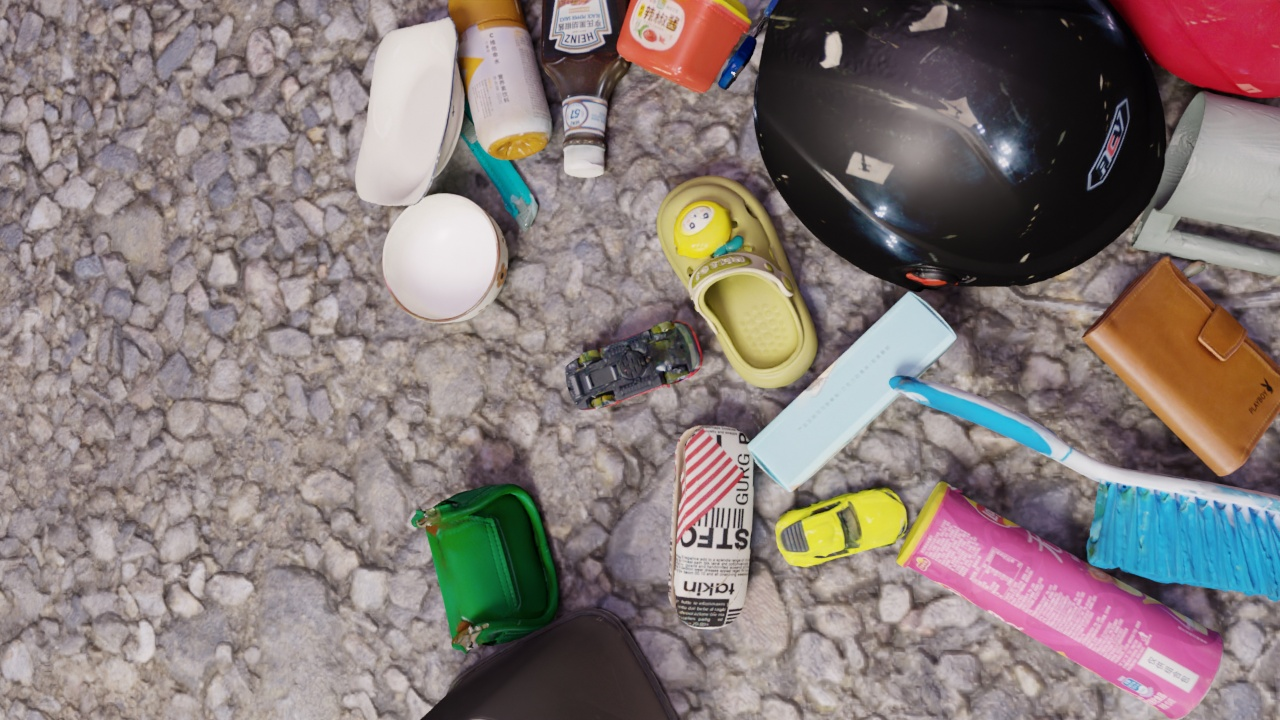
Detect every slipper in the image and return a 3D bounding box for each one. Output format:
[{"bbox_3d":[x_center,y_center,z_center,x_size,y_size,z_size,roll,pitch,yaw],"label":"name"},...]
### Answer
[{"bbox_3d":[0.078,-0.068,0.740,0.092,0.081,0.190,-29,82,10],"label":"slipper"}]

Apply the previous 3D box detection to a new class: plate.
[{"bbox_3d":[-0.202,-0.218,0.826,0.164,0.034,0.163,16,96,48],"label":"plate"}]

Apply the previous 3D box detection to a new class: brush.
[{"bbox_3d":[0.322,0.092,0.645,0.314,0.060,0.109,11,83,1],"label":"brush"}]

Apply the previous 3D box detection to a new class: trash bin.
[{"bbox_3d":[-0.090,0.328,0.695,0.199,0.219,0.199,-32,80,13],"label":"trash bin"}]

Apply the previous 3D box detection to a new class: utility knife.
[{"bbox_3d":[-0.157,-0.213,0.850,0.029,0.013,0.221,-37,78,11],"label":"utility knife"}]

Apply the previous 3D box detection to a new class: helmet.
[{"bbox_3d":[0.206,-0.171,0.628,0.275,0.230,0.233,24,95,31],"label":"helmet"},{"bbox_3d":[0.388,-0.262,0.610,0.240,0.206,0.144,32,125,20],"label":"helmet"}]

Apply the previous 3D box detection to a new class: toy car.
[{"bbox_3d":[0.159,0.133,0.730,0.105,0.032,0.048,-18,82,13],"label":"toy car"},{"bbox_3d":[-0.005,0.005,0.777,0.121,0.045,0.053,-19,84,20],"label":"toy car"}]

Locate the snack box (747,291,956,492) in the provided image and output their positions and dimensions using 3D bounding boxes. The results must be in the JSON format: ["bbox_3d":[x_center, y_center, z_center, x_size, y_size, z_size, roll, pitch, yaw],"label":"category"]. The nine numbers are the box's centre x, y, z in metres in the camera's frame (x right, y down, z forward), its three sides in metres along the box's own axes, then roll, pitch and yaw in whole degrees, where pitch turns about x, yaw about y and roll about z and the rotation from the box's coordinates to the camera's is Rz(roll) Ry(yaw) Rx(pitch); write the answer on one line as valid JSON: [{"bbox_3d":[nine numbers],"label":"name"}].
[{"bbox_3d":[0.164,0.026,0.712,0.175,0.074,0.051,-45,77,9],"label":"snack box"}]

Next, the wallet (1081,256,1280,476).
[{"bbox_3d":[0.392,-0.002,0.651,0.118,0.035,0.130,-39,81,-22],"label":"wallet"}]

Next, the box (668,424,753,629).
[{"bbox_3d":[0.057,0.134,0.757,0.075,0.081,0.163,2,86,-16],"label":"box"}]

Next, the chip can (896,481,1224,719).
[{"bbox_3d":[0.298,0.171,0.667,0.210,0.071,0.071,29,95,15],"label":"chip can"}]

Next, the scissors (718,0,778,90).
[{"bbox_3d":[0.092,-0.257,0.707,0.012,0.175,0.163,34,139,-7],"label":"scissors"}]

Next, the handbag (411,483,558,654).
[{"bbox_3d":[-0.130,0.172,0.767,0.068,0.120,0.131,-20,83,20],"label":"handbag"}]

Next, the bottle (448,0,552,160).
[{"bbox_3d":[-0.129,-0.277,0.818,0.068,0.068,0.189,-16,82,15],"label":"bottle"}]

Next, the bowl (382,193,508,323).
[{"bbox_3d":[-0.166,-0.087,0.821,0.113,0.062,0.113,-1,85,15],"label":"bowl"}]

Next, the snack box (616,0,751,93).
[{"bbox_3d":[0.033,-0.274,0.765,0.091,0.081,0.080,34,108,31],"label":"snack box"}]

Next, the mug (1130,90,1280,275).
[{"bbox_3d":[0.418,-0.116,0.634,0.103,0.124,0.083,16,50,15],"label":"mug"}]

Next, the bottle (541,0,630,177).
[{"bbox_3d":[-0.048,-0.261,0.807,0.080,0.044,0.195,0,88,14],"label":"bottle"}]
